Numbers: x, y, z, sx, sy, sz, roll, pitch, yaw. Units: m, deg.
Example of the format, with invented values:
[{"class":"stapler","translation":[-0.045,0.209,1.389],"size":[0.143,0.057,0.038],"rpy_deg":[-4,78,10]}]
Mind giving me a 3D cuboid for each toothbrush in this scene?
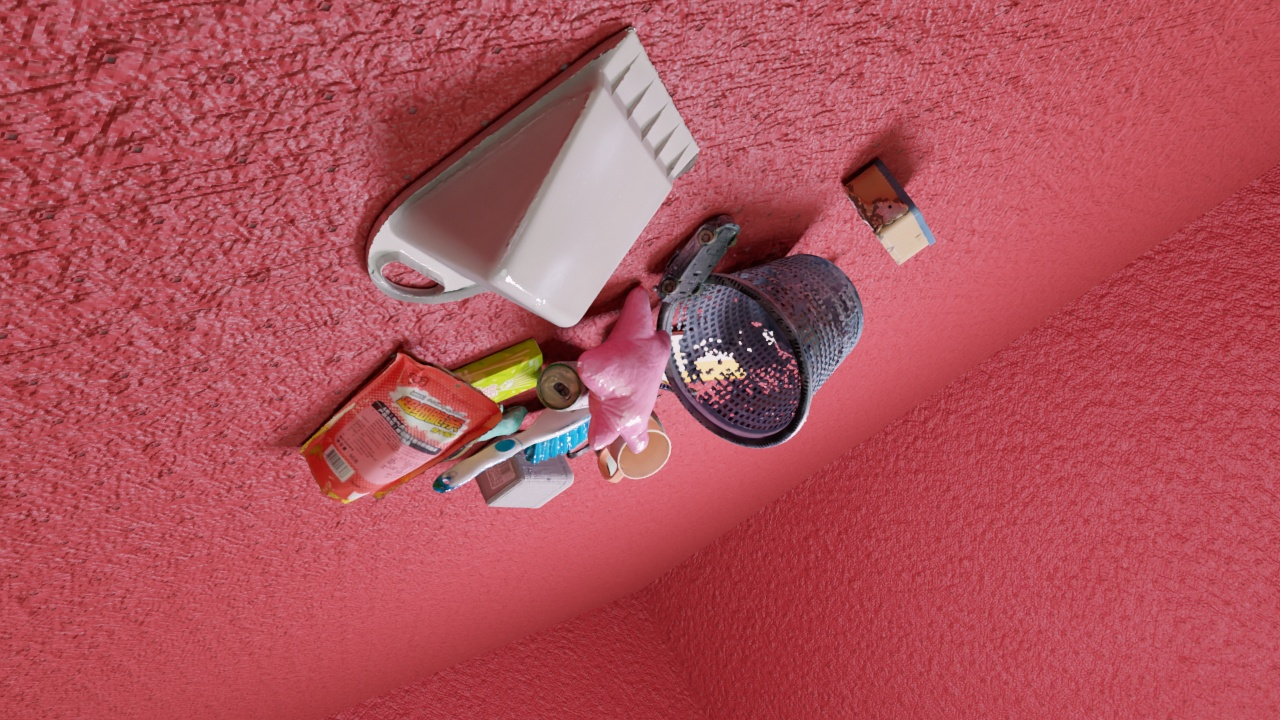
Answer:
[{"class":"toothbrush","translation":[0.027,0.035,1.325],"size":[0.017,0.014,0.188],"rpy_deg":[-38,148,25]}]

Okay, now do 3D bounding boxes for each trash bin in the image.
[{"class":"trash bin","translation":[0.165,-0.033,1.142],"size":[0.194,0.226,0.227],"rpy_deg":[-31,167,-40]}]

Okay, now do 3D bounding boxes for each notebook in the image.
[{"class":"notebook","translation":[0.090,-0.005,1.309],"size":[0.206,0.010,0.146],"rpy_deg":[-4,152,-25]}]

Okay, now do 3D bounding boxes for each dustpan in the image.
[{"class":"dustpan","translation":[-0.097,-0.135,0.763],"size":[0.257,0.143,0.222],"rpy_deg":[-59,160,-1]}]

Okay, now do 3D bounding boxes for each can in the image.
[{"class":"can","translation":[-0.076,0.030,1.114],"size":[0.058,0.058,0.146],"rpy_deg":[-33,173,12]}]

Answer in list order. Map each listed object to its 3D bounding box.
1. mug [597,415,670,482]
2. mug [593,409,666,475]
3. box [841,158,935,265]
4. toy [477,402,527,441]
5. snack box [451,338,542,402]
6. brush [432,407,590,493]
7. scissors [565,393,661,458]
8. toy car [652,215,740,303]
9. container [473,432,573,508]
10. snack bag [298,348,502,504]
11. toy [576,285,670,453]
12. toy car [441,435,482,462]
[{"class":"mug","translation":[-0.022,0.121,1.347],"size":[0.081,0.106,0.115],"rpy_deg":[26,106,-35]},{"class":"mug","translation":[-0.020,0.116,1.448],"size":[0.106,0.082,0.112],"rpy_deg":[-25,137,-11]},{"class":"box","translation":[0.308,-0.177,1.126],"size":[0.061,0.089,0.184],"rpy_deg":[-37,163,19]},{"class":"toy","translation":[-0.183,0.079,1.176],"size":[0.091,0.030,0.097],"rpy_deg":[-17,156,-42]},{"class":"snack box","translation":[-0.187,0.030,1.044],"size":[0.156,0.026,0.086],"rpy_deg":[-23,160,-16]},{"class":"brush","translation":[-0.141,0.102,1.185],"size":[0.313,0.060,0.110],"rpy_deg":[-35,160,-32]},{"class":"scissors","translation":[-0.057,0.083,1.311],"size":[0.178,0.014,0.159],"rpy_deg":[-11,-149,21]},{"class":"toy car","translation":[0.061,-0.113,1.018],"size":[0.054,0.037,0.121],"rpy_deg":[-2,138,-53]},{"class":"container","translation":[-0.173,0.156,1.306],"size":[0.090,0.090,0.114],"rpy_deg":[-37,157,22]},{"class":"snack bag","translation":[-0.257,0.074,0.965],"size":[0.208,0.073,0.128],"rpy_deg":[-36,120,26]},{"class":"toy","translation":[-0.019,0.009,1.048],"size":[0.075,0.194,0.178],"rpy_deg":[11,175,29]},{"class":"toy car","translation":[-0.224,0.092,1.050],"size":[0.159,0.042,0.070],"rpy_deg":[-35,162,36]}]
